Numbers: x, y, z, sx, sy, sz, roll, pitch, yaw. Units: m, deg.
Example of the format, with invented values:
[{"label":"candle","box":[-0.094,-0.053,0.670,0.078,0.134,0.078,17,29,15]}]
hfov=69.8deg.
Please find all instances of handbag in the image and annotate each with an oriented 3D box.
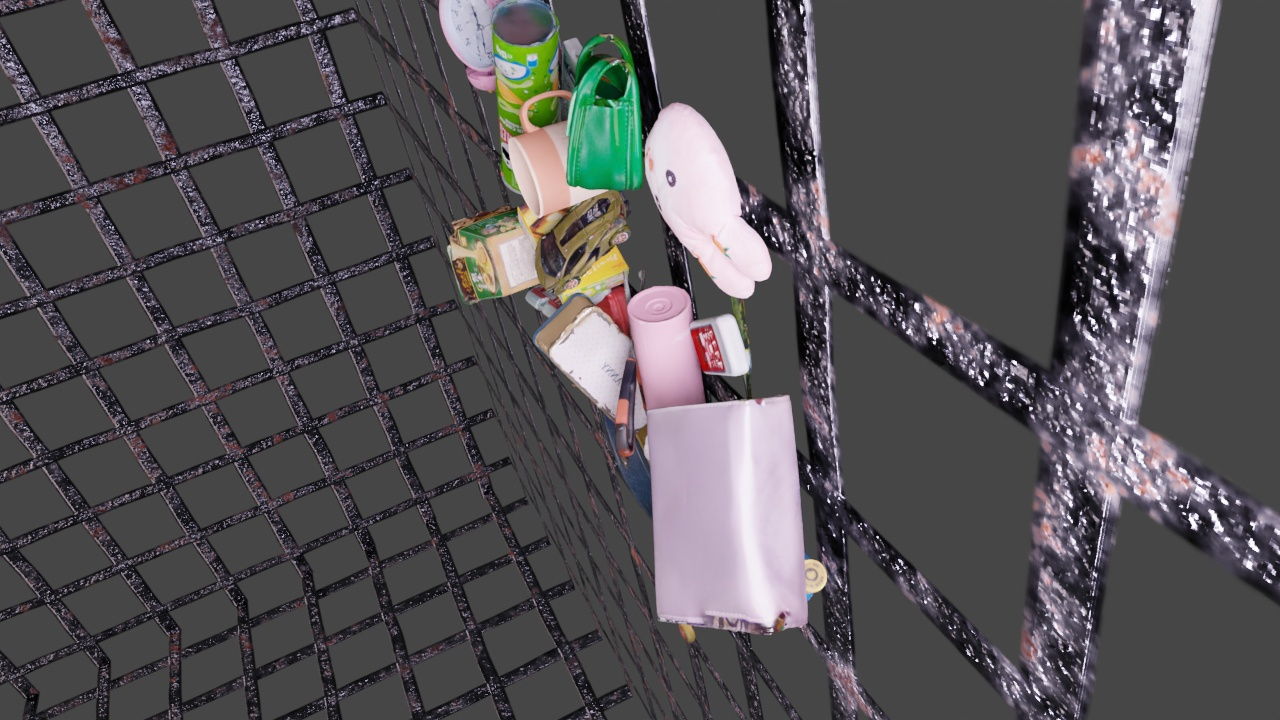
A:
[{"label":"handbag","box":[-0.028,-0.213,0.799,0.131,0.068,0.120,-90,5,-59]},{"label":"handbag","box":[0.081,0.132,0.814,0.145,0.098,0.197,-12,81,59]}]

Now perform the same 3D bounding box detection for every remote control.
[{"label":"remote control","box":[-0.067,-0.279,0.985,0.056,0.019,0.135,62,165,17]},{"label":"remote control","box":[0.071,-0.013,0.853,0.136,0.020,0.056,-175,68,-82]}]

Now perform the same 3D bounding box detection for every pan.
[{"label":"pan","box":[0.021,0.214,1.293,0.357,0.078,0.198,63,165,16]}]

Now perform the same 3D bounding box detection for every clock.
[{"label":"clock","box":[-0.166,-0.368,1.043,0.117,0.059,0.158,4,126,44]}]

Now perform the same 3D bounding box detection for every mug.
[{"label":"mug","box":[-0.076,-0.217,0.935,0.082,0.105,0.114,25,136,69]}]

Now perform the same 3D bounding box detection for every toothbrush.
[{"label":"toothbrush","box":[0.095,-0.008,0.827,0.017,0.012,0.186,40,150,50]}]

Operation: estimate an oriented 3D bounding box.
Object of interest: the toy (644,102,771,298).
[{"label":"toy","box":[0.051,-0.125,0.733,0.159,0.054,0.121,61,166,8]}]

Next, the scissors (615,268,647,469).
[{"label":"scissors","box":[-0.006,0.007,0.997,0.188,0.015,0.223,-71,-24,-49]}]

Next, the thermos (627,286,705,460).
[{"label":"thermos","box":[0.026,0.024,0.976,0.067,0.087,0.199,27,140,37]}]

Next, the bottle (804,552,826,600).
[{"label":"bottle","box":[0.134,0.219,0.921,0.065,0.065,0.219,65,165,8]}]

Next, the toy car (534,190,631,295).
[{"label":"toy car","box":[-0.069,-0.136,1.030,0.158,0.042,0.070,-43,64,32]}]

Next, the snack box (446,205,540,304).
[{"label":"snack box","box":[-0.175,-0.134,1.197,0.106,0.118,0.117,21,129,57]}]

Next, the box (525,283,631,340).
[{"label":"box","box":[-0.084,-0.067,1.203,0.201,0.101,0.095,-149,39,-67]}]

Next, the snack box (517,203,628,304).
[{"label":"snack box","box":[-0.083,-0.141,1.112,0.140,0.086,0.034,62,165,20]}]

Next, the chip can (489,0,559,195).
[{"label":"chip can","box":[-0.124,-0.282,1.011,0.072,0.072,0.236,61,163,23]}]

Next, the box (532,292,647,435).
[{"label":"box","box":[-0.045,0.003,1.083,0.184,0.089,0.062,49,176,-29]}]
